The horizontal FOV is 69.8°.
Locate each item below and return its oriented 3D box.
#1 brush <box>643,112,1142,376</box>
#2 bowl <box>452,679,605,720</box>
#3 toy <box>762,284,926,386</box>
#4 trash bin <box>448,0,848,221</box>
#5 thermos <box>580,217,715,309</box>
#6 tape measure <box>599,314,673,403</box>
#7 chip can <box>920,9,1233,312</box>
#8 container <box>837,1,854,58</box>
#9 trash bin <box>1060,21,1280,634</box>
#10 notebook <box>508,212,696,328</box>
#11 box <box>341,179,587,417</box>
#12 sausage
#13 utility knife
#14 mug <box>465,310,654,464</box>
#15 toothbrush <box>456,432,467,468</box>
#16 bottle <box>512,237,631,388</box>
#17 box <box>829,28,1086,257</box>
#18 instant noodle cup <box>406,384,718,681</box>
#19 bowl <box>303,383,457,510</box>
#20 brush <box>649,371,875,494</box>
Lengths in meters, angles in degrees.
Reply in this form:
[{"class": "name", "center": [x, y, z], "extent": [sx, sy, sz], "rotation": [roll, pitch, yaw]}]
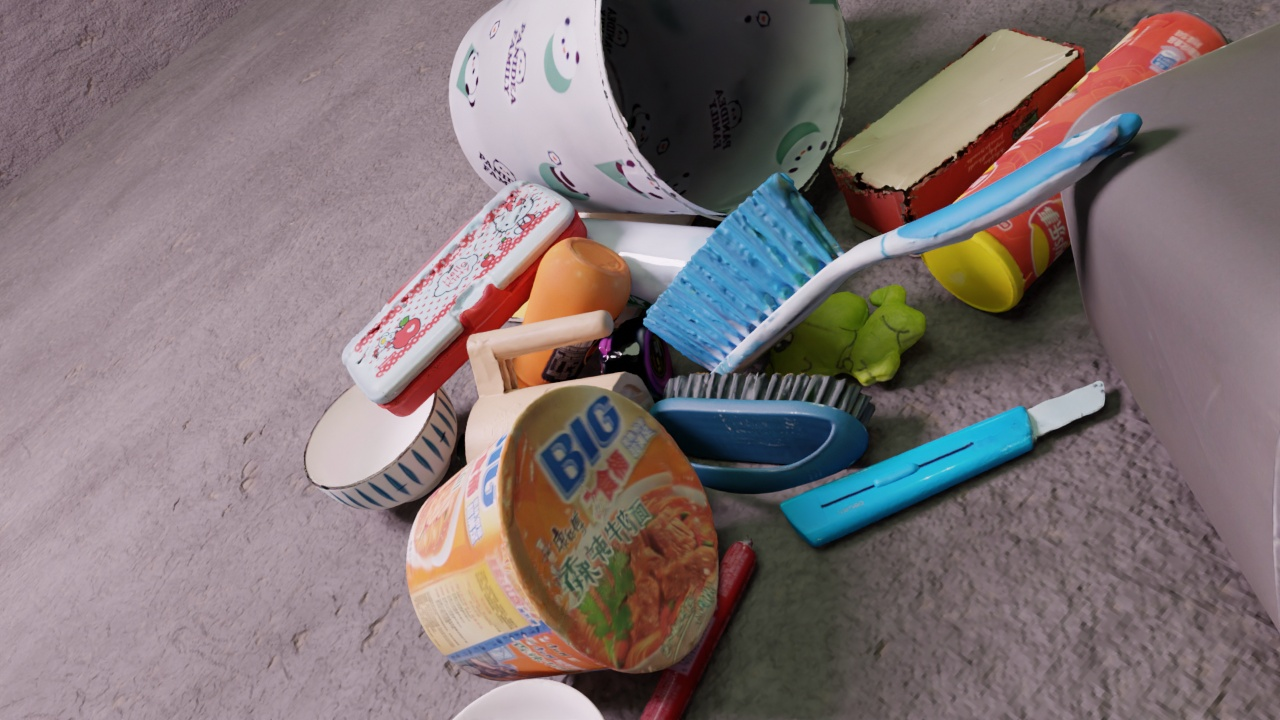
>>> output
[{"class": "brush", "center": [0.106, -0.064, 0.500], "extent": [0.060, 0.109, 0.316], "rotation": [-32, -10, -37]}, {"class": "bowl", "center": [-0.049, 0.224, 0.444], "extent": [0.118, 0.065, 0.118], "rotation": [-20, 41, 18]}, {"class": "toy", "center": [0.127, -0.015, 0.588], "extent": [0.100, 0.031, 0.096], "rotation": [28, 76, 45]}, {"class": "trash bin", "center": [-0.012, -0.216, 0.711], "extent": [0.252, 0.229, 0.229], "rotation": [6, 53, 52]}, {"class": "thermos", "center": [0.004, -0.068, 0.688], "extent": [0.225, 0.073, 0.073], "rotation": [11, 57, 33]}, {"class": "tape measure", "center": [-0.004, 0.004, 0.640], "extent": [0.039, 0.057, 0.057], "rotation": [-12, 28, 23]}, {"class": "chip can", "center": [0.271, -0.124, 0.569], "extent": [0.216, 0.073, 0.073], "rotation": [-42, 40, -11]}, {"class": "container", "center": [0.114, -0.269, 0.810], "extent": [0.090, 0.090, 0.111], "rotation": [19, 65, 44]}, {"class": "trash bin", "center": [0.297, -0.022, 0.366], "extent": [0.199, 0.199, 0.219], "rotation": [-22, 34, 13]}, {"class": "notebook", "center": [-0.021, -0.109, 0.802], "extent": [0.146, 0.010, 0.205], "rotation": [5, 54, 37]}, {"class": "box", "center": [-0.132, -0.052, 0.672], "extent": [0.201, 0.047, 0.087], "rotation": [-46, 49, -7]}, {"class": "sausage", "center": [0.026, 0.160, 0.492], "extent": [0.020, 0.020, 0.155], "rotation": [8, 55, 40]}, {"class": "utility knife", "center": [0.166, 0.055, 0.503], "extent": [0.186, 0.018, 0.034], "rotation": [-25, 40, 9]}, {"class": "mug", "center": [-0.053, 0.034, 0.599], "extent": [0.104, 0.124, 0.084], "rotation": [-10, 5, 24]}, {"class": "toothbrush", "center": [-0.113, 0.120, 0.637], "extent": [0.014, 0.016, 0.189], "rotation": [-21, 43, 2]}, {"class": "bottle", "center": [-0.061, -0.013, 0.662], "extent": [0.150, 0.066, 0.066], "rotation": [-62, 32, 26]}, {"class": "box", "center": [0.219, -0.160, 0.635], "extent": [0.168, 0.077, 0.091], "rotation": [-38, 40, -5]}, {"class": "instant noodle cup", "center": [-0.047, 0.103, 0.498], "extent": [0.112, 0.151, 0.151], "rotation": [-30, 35, 38]}, {"class": "bowl", "center": [-0.187, 0.066, 0.696], "extent": [0.117, 0.066, 0.116], "rotation": [-18, 43, 17]}, {"class": "brush", "center": [0.065, 0.045, 0.552], "extent": [0.144, 0.055, 0.073], "rotation": [1, 50, 35]}]
